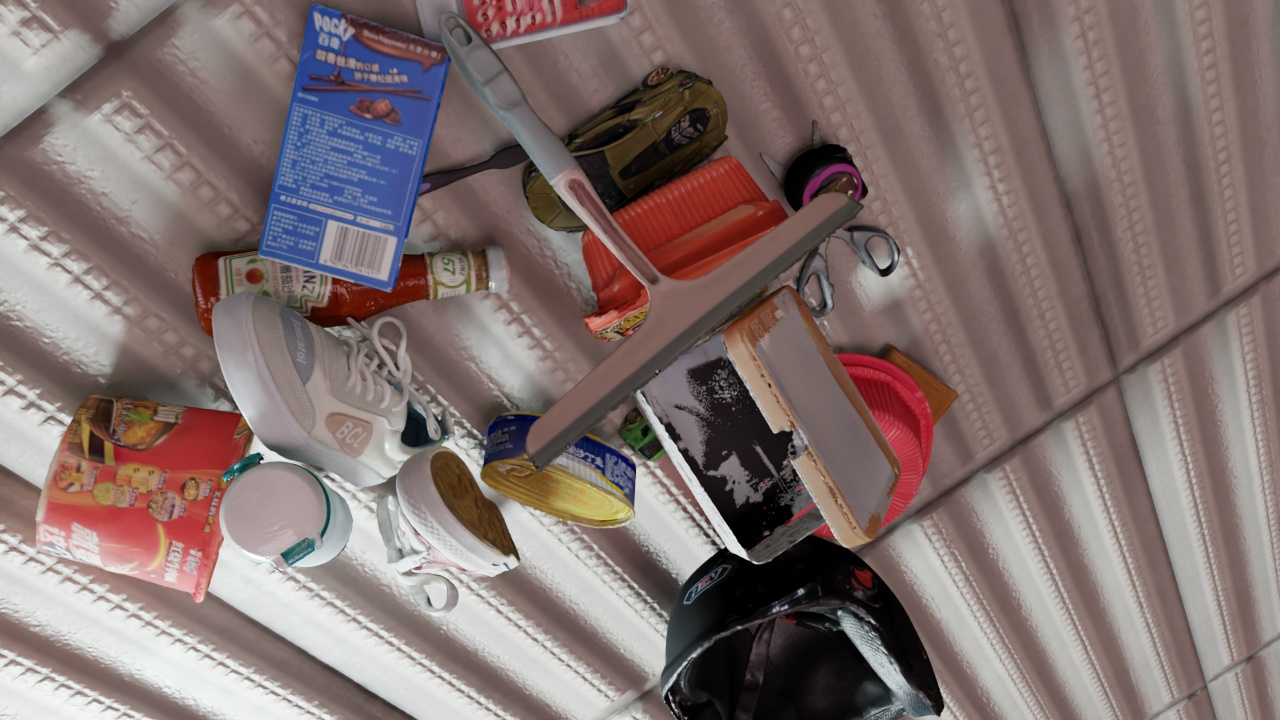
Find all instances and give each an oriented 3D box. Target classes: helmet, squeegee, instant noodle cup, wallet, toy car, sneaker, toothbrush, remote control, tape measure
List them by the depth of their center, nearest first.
[{"bbox_3d":[-0.040,-0.108,0.550,0.247,0.040,0.249,-38,87,-8],"label":"squeegee"},{"bbox_3d":[-0.074,-0.231,0.584,0.136,0.020,0.056,-16,127,-10],"label":"remote control"},{"bbox_3d":[-0.192,0.023,0.619,0.091,0.089,0.242,-18,156,0],"label":"sneaker"},{"bbox_3d":[-0.338,0.090,0.632,0.108,0.137,0.138,16,115,-20],"label":"instant noodle cup"},{"bbox_3d":[-0.162,-0.117,0.634,0.189,0.016,0.014,-20,115,-4],"label":"toothbrush"},{"bbox_3d":[0.025,-0.078,0.649,0.164,0.189,0.079,-27,93,-3],"label":"instant noodle cup"},{"bbox_3d":[-0.010,-0.145,0.654,0.158,0.042,0.070,-32,127,5],"label":"toy car"},{"bbox_3d":[-0.155,0.136,0.706,0.088,0.118,0.241,-25,162,-7],"label":"sneaker"},{"bbox_3d":[0.143,-0.134,0.709,0.058,0.039,0.057,-34,123,3],"label":"tape measure"},{"bbox_3d":[0.025,0.049,0.800,0.091,0.036,0.043,-46,125,7],"label":"toy car"},{"bbox_3d":[0.185,0.092,0.839,0.194,0.065,0.194,-2,114,-5],"label":"instant noodle cup"},{"bbox_3d":[0.136,0.274,0.870,0.234,0.229,0.274,-38,123,16],"label":"helmet"},{"bbox_3d":[0.239,0.063,0.889,0.119,0.035,0.131,30,108,-32],"label":"wallet"}]

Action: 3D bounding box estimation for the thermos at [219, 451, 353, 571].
[{"bbox_3d":[-0.240,0.107,0.631,0.073,0.225,0.073,3,77,-13],"label":"thermos"}]

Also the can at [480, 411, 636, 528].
[{"bbox_3d":[-0.065,0.093,0.767,0.148,0.049,0.075,29,139,-34],"label":"can"}]

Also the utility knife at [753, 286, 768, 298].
[{"bbox_3d":[0.077,-0.049,0.701,0.033,0.164,0.015,-22,90,20],"label":"utility knife"}]

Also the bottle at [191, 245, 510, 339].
[{"bbox_3d":[-0.193,-0.054,0.632,0.206,0.059,0.060,-7,124,-16],"label":"bottle"}]

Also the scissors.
[{"bbox_3d":[0.154,-0.110,0.758,0.175,0.014,0.160,9,116,-23],"label":"scissors"}]

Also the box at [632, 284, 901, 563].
[{"bbox_3d":[0.106,0.051,0.691,0.153,0.181,0.182,-33,89,-6],"label":"box"}]

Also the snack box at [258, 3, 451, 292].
[{"bbox_3d":[-0.178,-0.130,0.573,0.084,0.026,0.157,15,101,-11],"label":"snack box"}]
